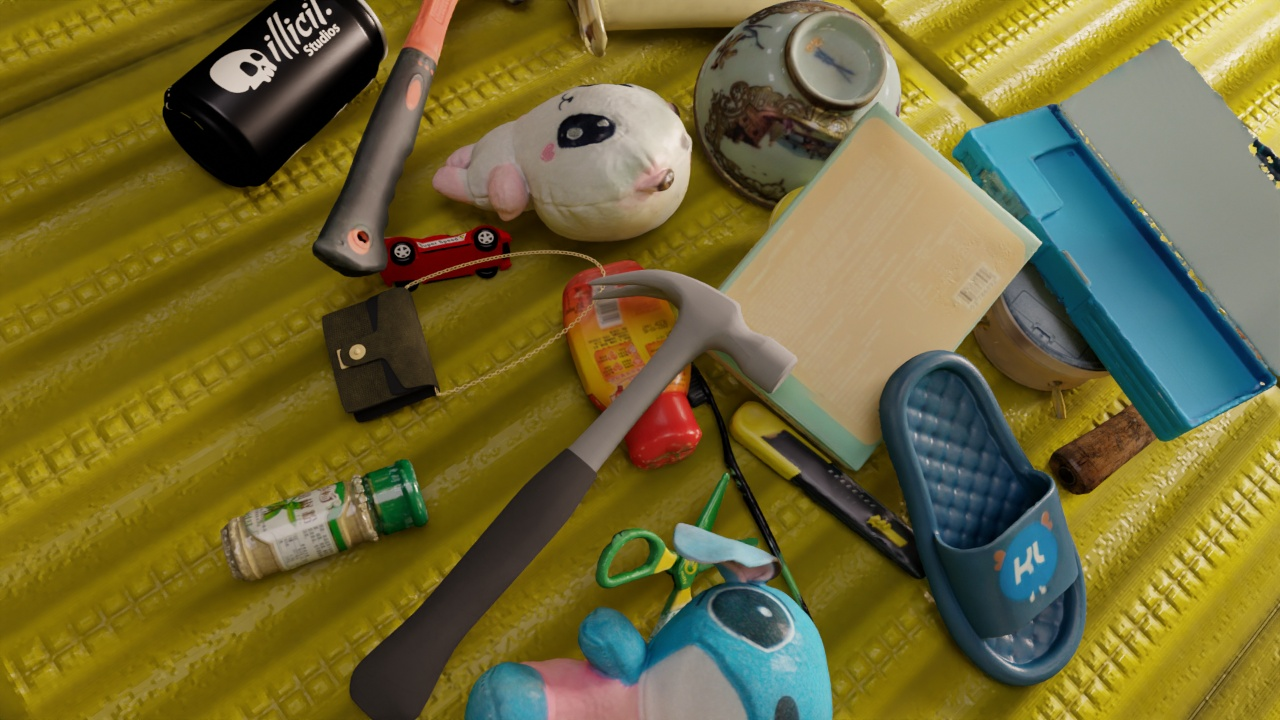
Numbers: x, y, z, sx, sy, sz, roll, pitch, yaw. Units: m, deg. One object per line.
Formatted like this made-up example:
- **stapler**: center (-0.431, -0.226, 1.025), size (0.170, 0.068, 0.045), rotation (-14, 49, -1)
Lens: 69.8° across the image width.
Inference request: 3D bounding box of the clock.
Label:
- **clock**: center (0.309, -0.046, 0.665), size (0.117, 0.059, 0.157), rotation (41, 65, 10)

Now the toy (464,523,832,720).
- **toy**: center (0.016, 0.202, 0.476), size (0.191, 0.099, 0.224), rotation (-16, 97, -13)

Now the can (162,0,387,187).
- **can**: center (-0.248, -0.192, 0.632), size (0.080, 0.080, 0.145), rotation (31, 63, 6)

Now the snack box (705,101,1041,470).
- **snack box**: center (0.143, -0.048, 0.597), size (0.141, 0.044, 0.193), rotation (40, 87, -1)

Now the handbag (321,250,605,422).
- **handbag**: center (-0.108, -0.026, 0.580), size (0.178, 0.027, 0.084), rotation (-20, 69, -3)

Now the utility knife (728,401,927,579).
- **utility knife**: center (0.131, 0.087, 0.594), size (0.174, 0.020, 0.028), rotation (38, 66, 9)

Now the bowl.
- **bowl**: center (0.125, -0.198, 0.668), size (0.160, 0.094, 0.159), rotation (2, 79, -11)

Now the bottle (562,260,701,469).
- **bottle**: center (-0.004, 0.003, 0.594), size (0.071, 0.049, 0.134), rotation (-16, 68, -14)

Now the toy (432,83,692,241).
- **toy**: center (-0.053, -0.135, 0.632), size (0.180, 0.102, 0.138), rotation (0, 41, 9)

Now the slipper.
- **slipper**: center (0.216, 0.093, 0.557), size (0.103, 0.059, 0.213), rotation (-24, 92, -20)

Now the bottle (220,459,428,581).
- **bottle**: center (-0.180, 0.092, 0.527), size (0.109, 0.043, 0.042), rotation (-17, 68, -16)

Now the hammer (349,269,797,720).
- **hammer**: center (-0.051, 0.073, 0.530), size (0.125, 0.029, 0.310), rotation (39, 78, 13)

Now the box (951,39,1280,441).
- **box**: center (0.350, -0.084, 0.625), size (0.175, 0.060, 0.243), rotation (-27, 71, -3)

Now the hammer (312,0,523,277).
- **hammer**: center (-0.156, -0.197, 0.630), size (0.133, 0.033, 0.332), rotation (33, 52, -38)

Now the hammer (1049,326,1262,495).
- **hammer**: center (0.428, 0.012, 0.673), size (0.329, 0.033, 0.120), rotation (-29, 73, -20)

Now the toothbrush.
- **toothbrush**: center (0.065, 0.083, 0.588), size (0.017, 0.014, 0.188), rotation (-22, 69, -5)

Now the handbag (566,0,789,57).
- **handbag**: center (0.047, -0.336, 0.750), size (0.232, 0.089, 0.190), rotation (-7, 69, -13)

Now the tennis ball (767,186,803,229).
- **tennis ball**: center (0.123, -0.092, 0.653), size (0.065, 0.065, 0.065), rotation (4, 64, -8)

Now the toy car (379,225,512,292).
- **toy car**: center (-0.132, -0.071, 0.615), size (0.089, 0.038, 0.025), rotation (-12, 64, -15)

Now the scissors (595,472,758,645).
- **scissors**: center (0.027, 0.128, 0.540), size (0.126, 0.012, 0.123), rotation (-5, 96, -38)
